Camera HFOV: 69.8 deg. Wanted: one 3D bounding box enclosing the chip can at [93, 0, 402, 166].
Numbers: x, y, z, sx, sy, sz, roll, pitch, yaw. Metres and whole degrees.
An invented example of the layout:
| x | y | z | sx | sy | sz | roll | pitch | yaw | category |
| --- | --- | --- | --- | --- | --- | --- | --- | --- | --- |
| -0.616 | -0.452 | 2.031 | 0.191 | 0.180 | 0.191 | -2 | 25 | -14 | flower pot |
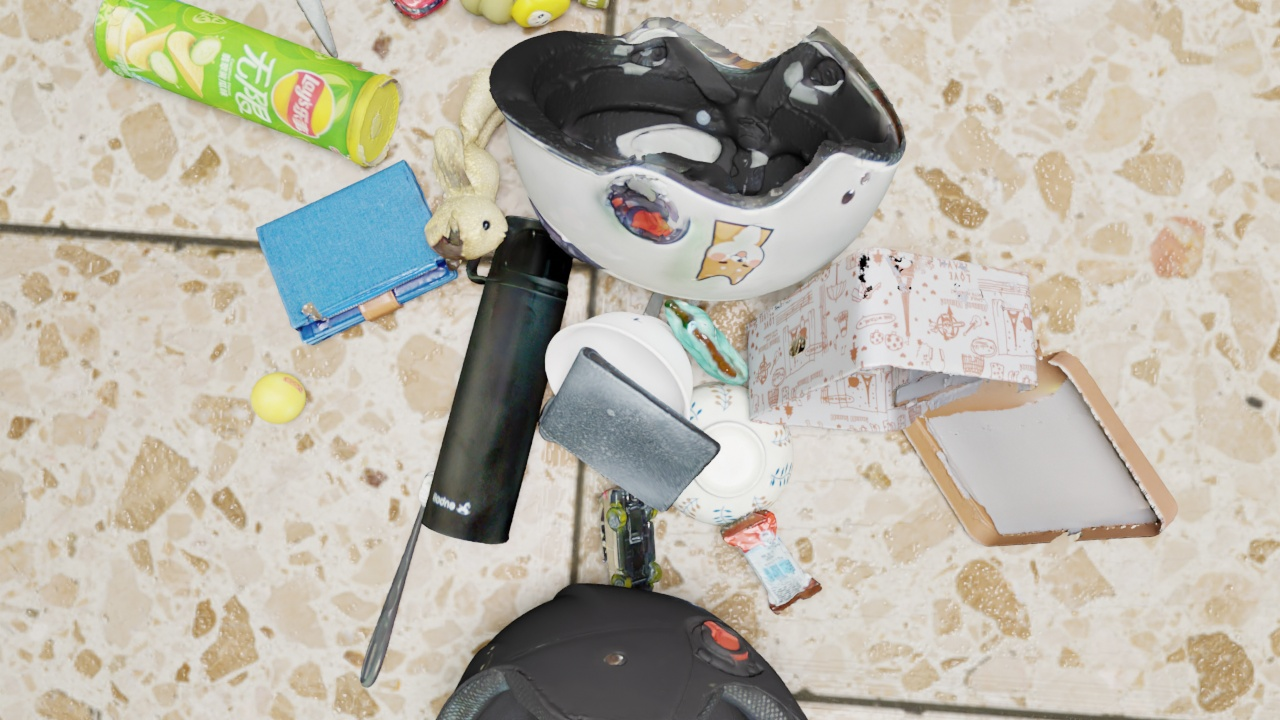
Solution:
| x | y | z | sx | sy | sz | roll | pitch | yaw | category |
| --- | --- | --- | --- | --- | --- | --- | --- | --- | --- |
| -0.298 | -0.219 | 0.700 | 0.221 | 0.072 | 0.072 | 20 | 90 | 1 | chip can |

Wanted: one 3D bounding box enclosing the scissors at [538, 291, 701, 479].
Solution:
| x | y | z | sx | sy | sz | roll | pitch | yaw | category |
| --- | --- | --- | --- | --- | --- | --- | --- | --- | --- |
| -0.008 | 0.014 | 0.729 | 0.163 | 0.014 | 0.166 | -15 | 88 | -2 | scissors |

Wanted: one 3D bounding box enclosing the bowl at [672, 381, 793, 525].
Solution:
| x | y | z | sx | sy | sz | roll | pitch | yaw | category |
| --- | --- | --- | --- | --- | --- | --- | --- | --- | --- |
| 0.065 | 0.073 | 0.703 | 0.113 | 0.062 | 0.113 | 0 | 91 | -1 | bowl |

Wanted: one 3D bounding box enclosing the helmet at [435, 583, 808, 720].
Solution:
| x | y | z | sx | sy | sz | roll | pitch | yaw | category |
| --- | --- | --- | --- | --- | --- | --- | --- | --- | --- |
| -0.003 | 0.271 | 0.621 | 0.275 | 0.229 | 0.234 | 12 | 107 | 2 | helmet |

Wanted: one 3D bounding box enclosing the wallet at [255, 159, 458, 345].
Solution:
| x | y | z | sx | sy | sz | roll | pitch | yaw | category |
| --- | --- | --- | --- | --- | --- | --- | --- | --- | --- |
| -0.221 | -0.084 | 0.717 | 0.133 | 0.040 | 0.106 | -25 | 81 | 1 | wallet |

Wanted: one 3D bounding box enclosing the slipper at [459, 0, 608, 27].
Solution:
| x | y | z | sx | sy | sz | roll | pitch | yaw | category |
| --- | --- | --- | --- | --- | --- | --- | --- | --- | --- |
| -0.046 | -0.307 | 0.690 | 0.190 | 0.091 | 0.081 | -34 | 95 | 0 | slipper |

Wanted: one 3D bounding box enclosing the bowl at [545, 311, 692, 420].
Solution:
| x | y | z | sx | sy | sz | roll | pitch | yaw | category |
| --- | --- | --- | --- | --- | --- | --- | --- | --- | --- |
| -0.004 | 0.004 | 0.683 | 0.118 | 0.119 | 0.064 | 38 | 49 | 0 | bowl |

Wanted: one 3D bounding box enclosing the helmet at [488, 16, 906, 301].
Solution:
| x | y | z | sx | sy | sz | roll | pitch | yaw | category |
| --- | --- | --- | --- | --- | --- | --- | --- | --- | --- |
| 0.037 | -0.129 | 0.645 | 0.274 | 0.229 | 0.157 | 2 | 131 | -1 | helmet |

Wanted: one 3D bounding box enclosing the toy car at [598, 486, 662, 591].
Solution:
| x | y | z | sx | sy | sz | roll | pitch | yaw | category |
| --- | --- | --- | --- | --- | --- | --- | --- | --- | --- |
| -0.010 | 0.142 | 0.713 | 0.042 | 0.035 | 0.090 | -5 | 89 | -42 | toy car |

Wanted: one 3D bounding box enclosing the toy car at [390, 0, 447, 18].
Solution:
| x | y | z | sx | sy | sz | roll | pitch | yaw | category |
| --- | --- | --- | --- | --- | --- | --- | --- | --- | --- |
| -0.195 | -0.322 | 0.705 | 0.053 | 0.045 | 0.120 | -39 | 99 | -7 | toy car |

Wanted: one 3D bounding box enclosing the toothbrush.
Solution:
| x | y | z | sx | sy | sz | roll | pitch | yaw | category |
| --- | --- | --- | --- | --- | --- | --- | --- | --- | --- |
| -0.192 | 0.175 | 0.729 | 0.015 | 0.018 | 0.181 | 18 | 92 | -3 | toothbrush |

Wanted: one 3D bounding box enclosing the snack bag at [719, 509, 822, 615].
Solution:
| x | y | z | sx | sy | sz | roll | pitch | yaw | category |
| --- | --- | --- | --- | --- | --- | --- | --- | --- | --- |
| 0.102 | 0.156 | 0.703 | 0.045 | 0.026 | 0.105 | -32 | 119 | 3 | snack bag |

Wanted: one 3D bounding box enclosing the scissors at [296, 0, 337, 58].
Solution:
| x | y | z | sx | sy | sz | roll | pitch | yaw | category |
| --- | --- | --- | --- | --- | --- | --- | --- | --- | --- |
| -0.302 | -0.347 | 0.727 | 0.225 | 0.021 | 0.221 | -5 | 95 | -1 | scissors |

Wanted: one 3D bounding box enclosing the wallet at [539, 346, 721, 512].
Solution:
| x | y | z | sx | sy | sz | roll | pitch | yaw | category |
| --- | --- | --- | --- | --- | --- | --- | --- | --- | --- |
| -0.010 | 0.054 | 0.668 | 0.121 | 0.097 | 0.019 | 35 | 47 | 2 | wallet |

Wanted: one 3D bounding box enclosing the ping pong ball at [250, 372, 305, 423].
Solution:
| x | y | z | sx | sy | sz | roll | pitch | yaw | category |
| --- | --- | --- | --- | --- | --- | --- | --- | --- | --- |
| -0.282 | 0.029 | 0.716 | 0.040 | 0.040 | 0.040 | 0 | 90 | 0 | ping pong ball |

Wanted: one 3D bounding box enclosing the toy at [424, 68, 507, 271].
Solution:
| x | y | z | sx | sy | sz | roll | pitch | yaw | category |
| --- | --- | --- | --- | --- | --- | --- | --- | --- | --- |
| -0.122 | -0.145 | 0.688 | 0.066 | 0.105 | 0.157 | 11 | 70 | -5 | toy |

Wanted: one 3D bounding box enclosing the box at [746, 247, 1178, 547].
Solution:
| x | y | z | sx | sy | sz | roll | pitch | yaw | category |
| --- | --- | --- | --- | --- | --- | --- | --- | --- | --- |
| 0.211 | 0.028 | 0.637 | 0.272 | 0.179 | 0.130 | 32 | 68 | -9 | box |

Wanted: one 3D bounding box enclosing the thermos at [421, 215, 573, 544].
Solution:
| x | y | z | sx | sy | sz | roll | pitch | yaw | category |
| --- | --- | --- | --- | --- | --- | --- | --- | --- | --- |
| -0.113 | 0.012 | 0.709 | 0.090 | 0.068 | 0.242 | 13 | 88 | 33 | thermos |

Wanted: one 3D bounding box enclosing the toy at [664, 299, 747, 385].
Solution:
| x | y | z | sx | sy | sz | roll | pitch | yaw | category |
| --- | --- | --- | --- | --- | --- | --- | --- | --- | --- |
| 0.049 | -0.009 | 0.649 | 0.030 | 0.092 | 0.096 | -42 | 47 | 6 | toy |
